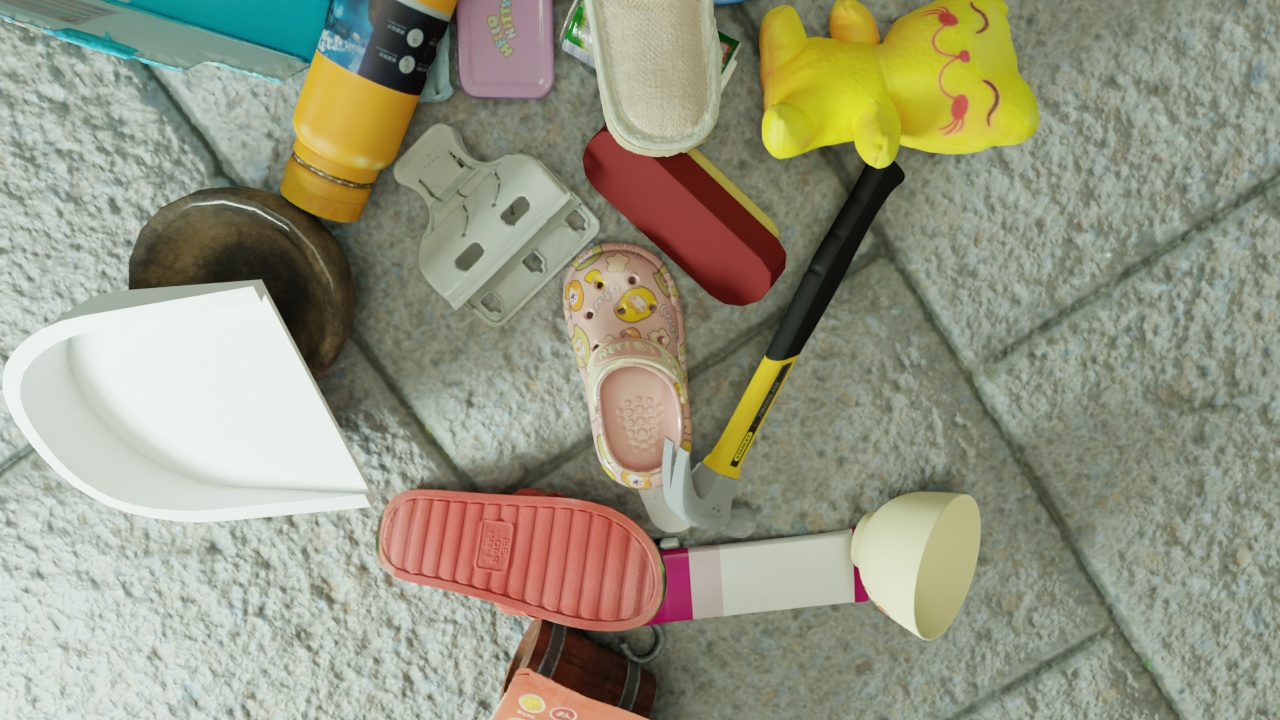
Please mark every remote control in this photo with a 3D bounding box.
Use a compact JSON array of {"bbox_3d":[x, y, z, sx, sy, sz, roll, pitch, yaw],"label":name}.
[{"bbox_3d":[0.010,0.081,0.763,0.043,0.013,0.136,-21,101,5],"label":"remote control"}]

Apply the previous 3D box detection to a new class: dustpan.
[{"bbox_3d":[-0.349,0.044,0.680,0.258,0.053,0.192,-1,124,24],"label":"dustpan"}]

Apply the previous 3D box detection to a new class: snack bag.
[{"bbox_3d":[0.096,0.182,0.778,0.196,0.016,0.070,-6,102,-4],"label":"snack bag"}]

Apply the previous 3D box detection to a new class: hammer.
[{"bbox_3d":[0.114,-0.011,0.714,0.127,0.029,0.324,22,97,-46],"label":"hammer"}]

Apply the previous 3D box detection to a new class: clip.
[{"bbox_3d":[-0.120,-0.111,0.693,0.126,0.105,0.151,-43,109,6],"label":"clip"}]

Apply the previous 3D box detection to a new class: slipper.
[{"bbox_3d":[-0.094,0.156,0.750,0.249,0.059,0.103,8,80,16],"label":"slipper"},{"bbox_3d":[-0.004,0.004,0.704,0.093,0.081,0.197,-11,92,-1],"label":"slipper"},{"bbox_3d":[0.007,-0.275,0.609,0.114,0.054,0.273,-3,97,1],"label":"slipper"}]

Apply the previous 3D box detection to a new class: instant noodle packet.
[{"bbox_3d":[-0.056,0.336,0.737,0.164,0.083,0.221,23,128,-3],"label":"instant noodle packet"}]

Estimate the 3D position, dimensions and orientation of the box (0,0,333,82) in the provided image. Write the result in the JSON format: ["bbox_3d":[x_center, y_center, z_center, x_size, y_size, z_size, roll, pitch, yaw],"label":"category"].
[{"bbox_3d":[-0.344,-0.262,0.661,0.227,0.087,0.168,17,66,-3],"label":"box"}]

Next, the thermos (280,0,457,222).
[{"bbox_3d":[-0.188,-0.216,0.654,0.076,0.091,0.233,21,109,-18],"label":"thermos"}]

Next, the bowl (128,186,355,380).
[{"bbox_3d":[-0.293,-0.054,0.698,0.162,0.070,0.162,2,111,6],"label":"bowl"}]

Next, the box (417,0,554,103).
[{"bbox_3d":[-0.138,-0.300,0.676,0.151,0.040,0.214,0,102,4],"label":"box"}]

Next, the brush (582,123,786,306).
[{"bbox_3d":[0.037,-0.117,0.691,0.173,0.082,0.041,42,64,-8],"label":"brush"}]

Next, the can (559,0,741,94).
[{"bbox_3d":[0.008,-0.230,0.671,0.121,0.067,0.067,29,100,-5],"label":"can"}]

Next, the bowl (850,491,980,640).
[{"bbox_3d":[0.214,0.155,0.742,0.074,0.117,0.118,14,106,41],"label":"bowl"}]

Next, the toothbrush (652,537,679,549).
[{"bbox_3d":[-0.059,0.169,0.784,0.187,0.012,0.017,-7,115,2],"label":"toothbrush"}]

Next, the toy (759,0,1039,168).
[{"bbox_3d":[0.179,-0.193,0.666,0.194,0.087,0.134,-8,72,0],"label":"toy"}]

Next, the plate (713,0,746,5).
[{"bbox_3d":[0.051,-0.373,0.662,0.224,0.024,0.224,0,102,0],"label":"plate"}]

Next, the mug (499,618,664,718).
[{"bbox_3d":[-0.044,0.257,0.776,0.111,0.082,0.117,27,77,-9],"label":"mug"}]
